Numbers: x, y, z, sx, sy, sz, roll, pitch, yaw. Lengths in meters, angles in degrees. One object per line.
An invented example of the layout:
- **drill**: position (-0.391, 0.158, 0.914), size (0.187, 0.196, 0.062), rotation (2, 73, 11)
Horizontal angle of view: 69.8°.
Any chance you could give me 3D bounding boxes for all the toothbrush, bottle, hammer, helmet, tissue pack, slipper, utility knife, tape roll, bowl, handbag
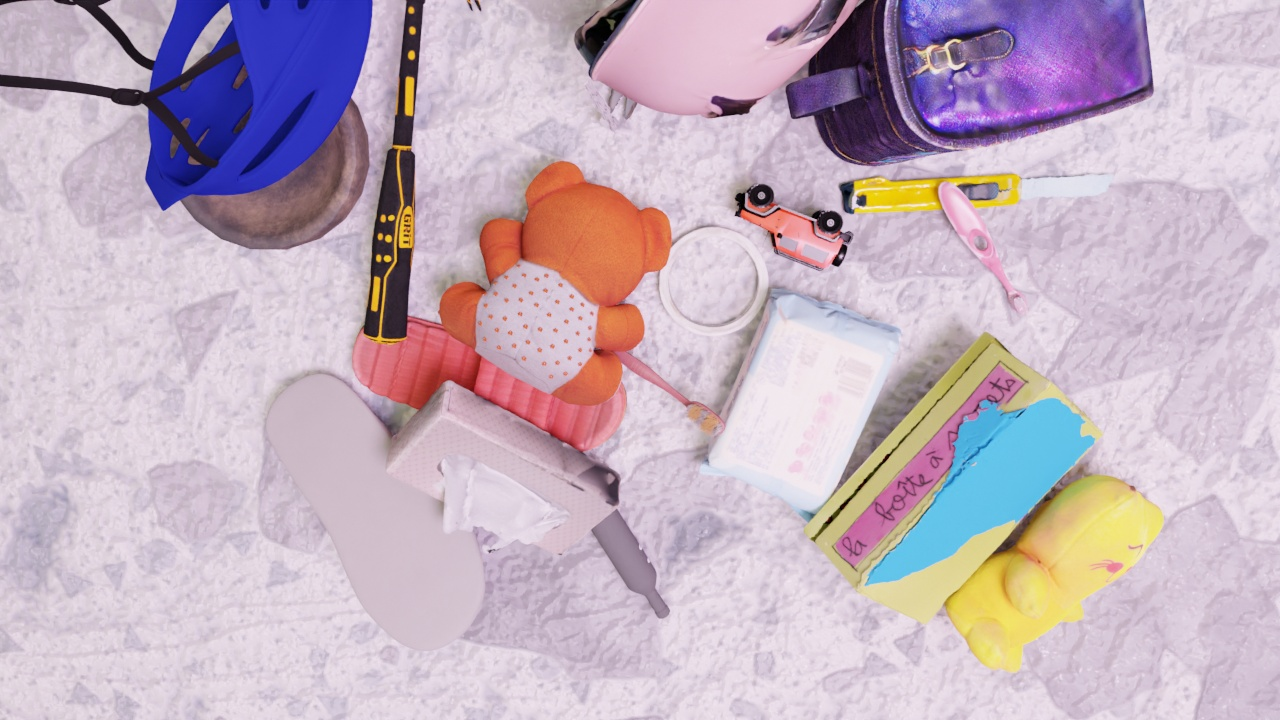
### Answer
- **toothbrush**: position (-0.005, 0.004, 0.770), size (0.184, 0.015, 0.015), rotation (38, 111, 18)
- **bottle**: position (-0.007, 0.184, 0.827), size (0.030, 0.030, 0.113), rotation (-30, 98, 9)
- **hammer**: position (-0.189, -0.169, 0.735), size (0.036, 0.123, 0.321), rotation (18, 107, 34)
- **helmet**: position (0.065, -0.263, 0.617), size (0.152, 0.254, 0.231), rotation (34, 137, -17)
- **tissue pack**: position (0.131, 0.037, 0.771), size (0.112, 0.070, 0.182), rotation (21, 104, 0)
- **tissue pack**: position (-0.115, 0.104, 0.767), size (0.181, 0.071, 0.104), rotation (32, 120, -28)
- **slipper**: position (-0.136, 0.024, 0.791), size (0.249, 0.059, 0.103), rotation (14, 101, 2)
- **helmet**: position (-0.300, -0.211, 0.604), size (0.147, 0.227, 0.242), rotation (49, 114, 28)
- **slipper**: position (-0.230, 0.132, 0.818), size (0.112, 0.081, 0.266), rotation (-38, 82, -11)
- **utility knife**: position (0.275, -0.140, 0.755), size (0.218, 0.019, 0.030), rotation (-4, 110, 2)
- **toothbrush**: position (0.283, -0.090, 0.753), size (0.022, 0.016, 0.135), rotation (-33, 105, 21)
- **tape roll**: position (0.062, -0.067, 0.782), size (0.093, 0.013, 0.093), rotation (1, 101, 4)
- **bowl**: position (-0.300, -0.174, 0.757), size (0.162, 0.070, 0.162), rotation (1, 101, 4)
- **toothbrush**: position (-0.032, -0.189, 0.679), size (0.010, 0.181, 0.010), rotation (23, 96, 2)
- **handbag**: position (0.214, -0.210, 0.651), size (0.222, 0.204, 0.125), rotation (-13, 100, 0)

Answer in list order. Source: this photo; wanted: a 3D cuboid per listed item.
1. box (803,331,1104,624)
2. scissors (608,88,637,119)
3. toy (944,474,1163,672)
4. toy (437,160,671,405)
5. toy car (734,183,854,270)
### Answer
- **box**: position (0.254, 0.099, 0.745), size (0.124, 0.082, 0.221), rotation (29, 103, -39)
- **scissors**: position (0.010, -0.309, 0.736), size (0.134, 0.016, 0.228), rotation (30, 101, -3)
- **toy**: position (0.345, 0.174, 0.775), size (0.194, 0.134, 0.087), rotation (-50, 51, 15)
- **toy**: position (-0.062, -0.064, 0.743), size (0.164, 0.093, 0.172), rotation (30, 89, 2)
- **toy car**: position (0.122, -0.109, 0.750), size (0.100, 0.051, 0.049), rotation (21, 100, -1)
